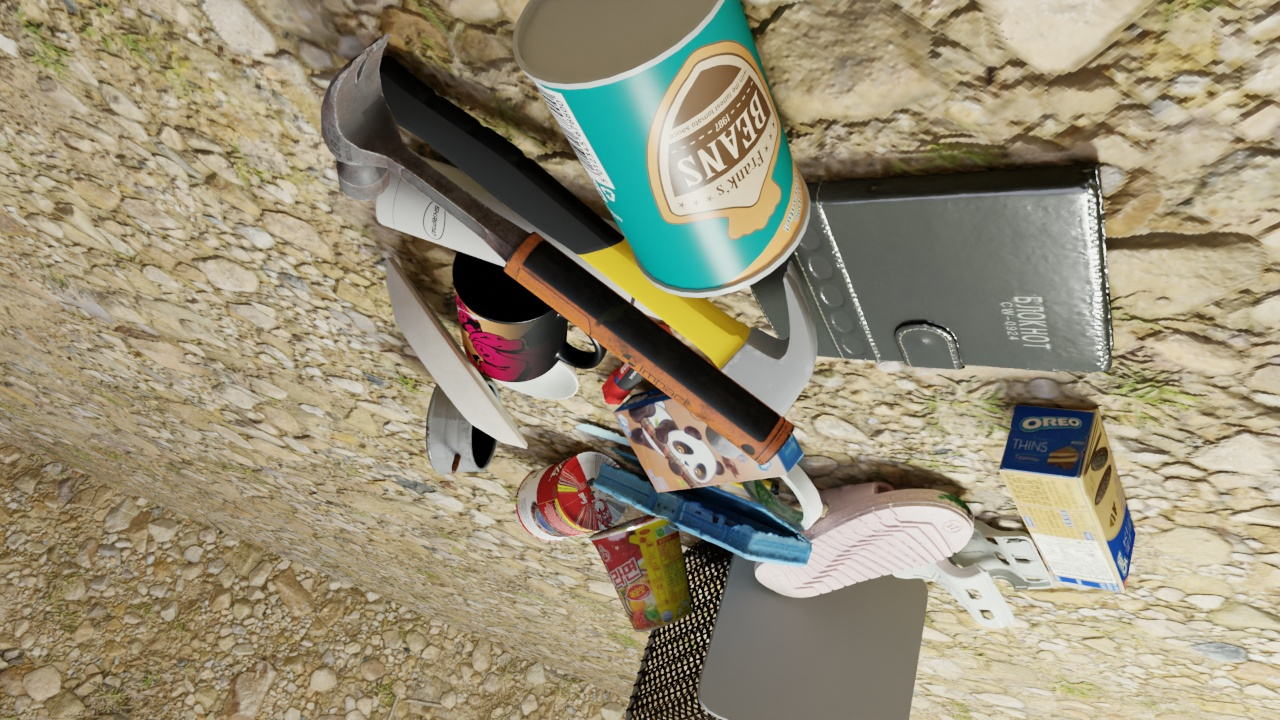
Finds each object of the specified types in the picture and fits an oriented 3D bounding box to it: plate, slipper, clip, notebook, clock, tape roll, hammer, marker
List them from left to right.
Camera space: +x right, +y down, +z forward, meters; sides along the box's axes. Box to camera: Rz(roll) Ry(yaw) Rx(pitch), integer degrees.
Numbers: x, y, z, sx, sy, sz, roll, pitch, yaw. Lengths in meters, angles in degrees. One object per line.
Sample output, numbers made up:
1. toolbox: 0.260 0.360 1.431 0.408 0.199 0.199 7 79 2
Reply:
1. plate: -0.156 0.001 0.744 0.188 0.027 0.189 53 172 10
2. clock: -0.174 0.063 0.929 0.056 0.104 0.147 4 -179 11
3. plate: -0.101 -0.002 0.818 0.104 0.026 0.104 16 153 8
4. hammer: -0.046 -0.052 0.502 0.314 0.034 0.138 37 156 4
5. hammer: -0.030 -0.074 0.559 0.323 0.029 0.127 37 123 -5
6. marker: -0.005 0.004 0.768 0.023 0.021 0.145 51 153 6
7. tape roll: 0.126 0.116 0.844 0.094 0.018 0.094 41 156 22
8. slipper: 0.201 0.160 0.869 0.094 0.064 0.240 34 138 -18
9. notebook: 0.162 -0.047 0.546 0.209 0.029 0.169 6 148 33
10. clip: 0.302 0.207 0.869 0.153 0.098 0.126 -10 139 30

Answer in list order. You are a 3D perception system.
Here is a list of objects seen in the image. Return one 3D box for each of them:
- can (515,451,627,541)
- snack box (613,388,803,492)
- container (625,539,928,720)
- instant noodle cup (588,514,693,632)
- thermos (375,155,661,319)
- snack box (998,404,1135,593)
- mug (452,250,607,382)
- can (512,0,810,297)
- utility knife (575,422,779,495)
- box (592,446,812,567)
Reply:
1. can: -0.079 0.155 1.031 0.086 0.086 0.117 31 152 -20
2. snack box: 0.053 0.061 0.771 0.152 0.034 0.087 -16 108 46
3. container: 0.153 0.336 1.040 0.247 0.245 0.244 23 150 -4
4. instant noodle cup: 0.007 0.228 0.991 0.100 0.112 0.100 -16 174 -2
5. thermos: -0.062 -0.080 0.612 0.224 0.052 0.052 19 154 3
6. snack box: 0.325 0.107 0.689 0.056 0.057 0.207 4 150 38
7. mug: -0.077 -0.033 0.674 0.118 0.081 0.098 27 154 7
8. can: 0.016 -0.113 0.441 0.099 0.099 0.144 5 150 28
9. utility knife: 0.036 0.099 0.929 0.217 0.019 0.031 20 146 8
10. box: 0.058 0.138 0.898 0.093 0.054 0.232 17 178 -39
